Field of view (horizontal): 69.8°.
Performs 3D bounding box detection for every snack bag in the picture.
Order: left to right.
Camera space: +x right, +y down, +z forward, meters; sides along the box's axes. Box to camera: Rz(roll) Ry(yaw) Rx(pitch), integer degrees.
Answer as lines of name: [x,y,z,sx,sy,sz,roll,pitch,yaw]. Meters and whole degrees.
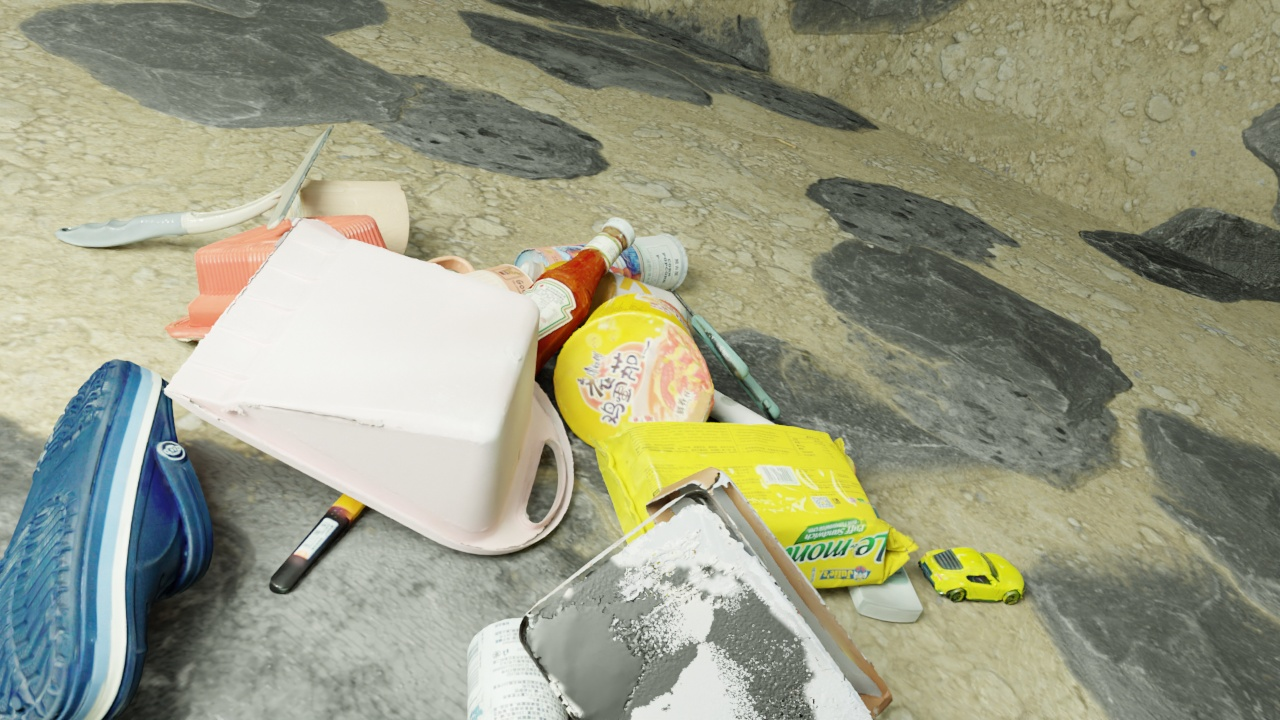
snack bag: [0.091,0.114,0.758,0.246,0.068,0.158,2,34,-20]

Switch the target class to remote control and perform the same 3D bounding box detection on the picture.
remote control: [0.197,0.169,0.796,0.056,0.019,0.135,12,30,-14]

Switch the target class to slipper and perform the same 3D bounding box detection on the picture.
slipper: [-0.304,0.105,0.531,0.095,0.105,0.252,32,24,-39]

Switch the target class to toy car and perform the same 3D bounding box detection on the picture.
toy car: [0.298,0.188,0.815,0.105,0.032,0.048,9,30,-21]

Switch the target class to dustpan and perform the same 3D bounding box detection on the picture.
dustpan: [-0.177,0.033,0.694,0.273,0.139,0.222,15,39,0]

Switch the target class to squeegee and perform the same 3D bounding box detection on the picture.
squeegee: [-0.413,-0.134,0.847,0.246,0.039,0.246,-15,32,0]

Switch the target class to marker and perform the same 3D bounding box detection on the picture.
marker: [-0.217,0.118,0.637,0.018,0.015,0.123,21,32,5]

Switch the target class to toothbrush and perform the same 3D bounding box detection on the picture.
toothbrush: [0.068,0.040,0.928,0.221,0.026,0.026,30,19,18]

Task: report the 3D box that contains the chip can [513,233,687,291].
chip can: [-0.043,-0.104,1.058,0.214,0.071,0.071,-13,43,-43]

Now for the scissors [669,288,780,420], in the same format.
scissors: [0.090,0.004,0.895,0.178,0.019,0.170,47,3,-26]

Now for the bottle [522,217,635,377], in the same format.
bottle: [-0.069,-0.065,0.865,0.060,0.060,0.205,28,54,13]

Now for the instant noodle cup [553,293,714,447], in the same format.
instant noodle cup: [-0.005,0.005,0.846,0.138,0.138,0.109,18,21,-3]

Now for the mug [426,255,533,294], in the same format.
mug: [-0.168,-0.054,0.876,0.105,0.082,0.114,-21,65,-47]

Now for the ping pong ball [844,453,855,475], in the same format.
ping pong ball: [0.184,0.106,0.873,0.040,0.040,0.040,15,30,-9]

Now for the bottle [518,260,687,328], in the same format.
bottle: [-0.040,-0.060,0.957,0.189,0.068,0.068,16,27,-30]

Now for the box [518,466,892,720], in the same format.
box: [0.034,0.176,0.561,0.156,0.193,0.183,-35,83,-12]

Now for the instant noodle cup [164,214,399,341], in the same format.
instant noodle cup: [-0.296,-0.076,0.797,0.165,0.079,0.188,1,22,23]

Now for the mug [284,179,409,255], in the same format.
mug: [-0.311,-0.142,0.948,0.103,0.084,0.125,-5,3,-35]

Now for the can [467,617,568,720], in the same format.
can: [-0.068,0.218,0.513,0.058,0.058,0.146,10,31,-17]
